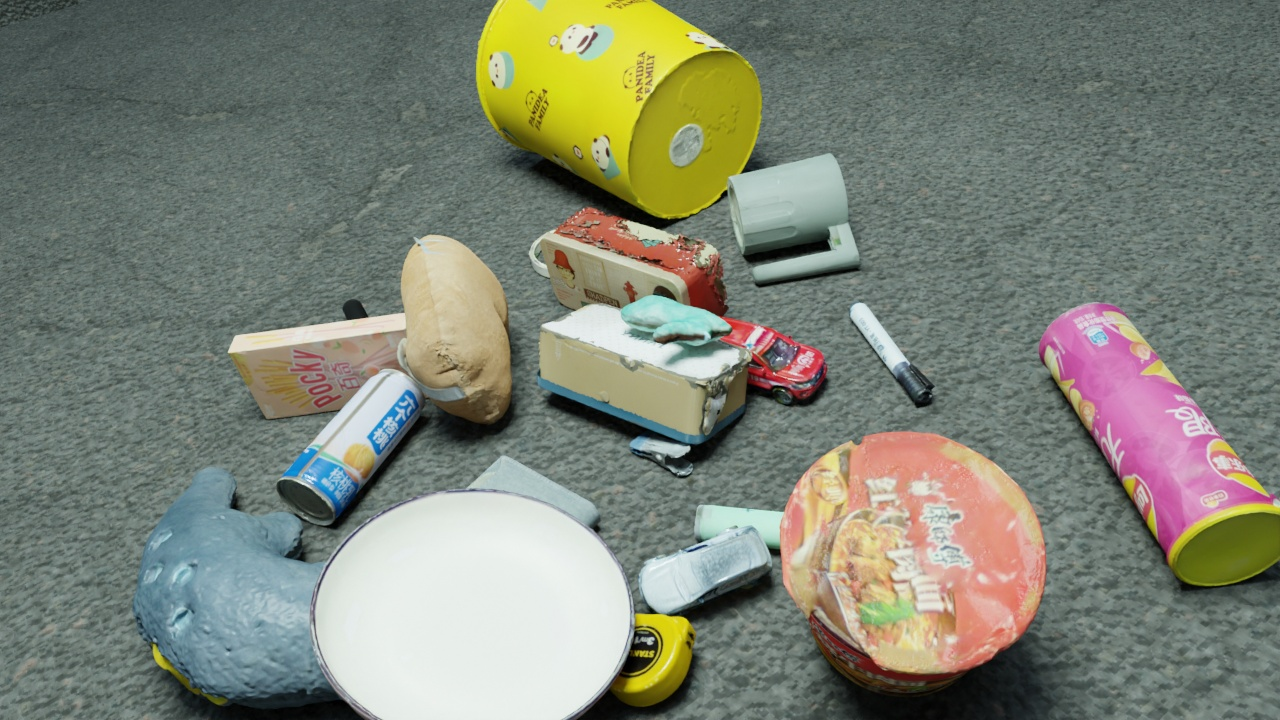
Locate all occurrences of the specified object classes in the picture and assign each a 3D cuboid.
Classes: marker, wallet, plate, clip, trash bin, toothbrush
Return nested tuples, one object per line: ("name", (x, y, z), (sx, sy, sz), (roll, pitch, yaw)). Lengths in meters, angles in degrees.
("marker", (0.209, -0.010, 0.769), (0.018, 0.023, 0.130), (23, 28, -31))
("wallet", (-0.110, 0.128, 0.661), (0.107, 0.037, 0.129), (24, 50, 34))
("plate", (-0.101, 0.158, 0.563), (0.192, 0.039, 0.192), (8, 35, -5))
("marker", (-0.262, -0.022, 0.888), (0.022, 0.020, 0.132), (-26, 42, -16))
("clip", (0.017, 0.070, 0.717), (0.024, 0.029, 0.057), (-33, 38, -32))
("trash bin", (-0.018, -0.292, 1.014), (0.229, 0.230, 0.255), (-31, 49, -23))
("toothbrush", (0.147, 0.120, 0.622), (0.225, 0.027, 0.026), (2, 77, 16))

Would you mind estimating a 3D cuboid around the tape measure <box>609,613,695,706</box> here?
("tape measure", (0.004, 0.186, 0.571), (0.060, 0.029, 0.057), (-8, 40, 30))

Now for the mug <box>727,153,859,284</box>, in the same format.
("mug", (0.147, -0.135, 0.898), (0.103, 0.084, 0.123), (-11, 64, 1))

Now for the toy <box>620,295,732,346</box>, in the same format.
("toy", (0.025, -0.031, 0.724), (0.092, 0.030, 0.096), (16, 20, 32))

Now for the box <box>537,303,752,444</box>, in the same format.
("box", (-0.004, 0.004, 0.755), (0.184, 0.060, 0.089), (18, 29, 33))

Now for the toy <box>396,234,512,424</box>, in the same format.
("toy", (-0.158, -0.048, 0.802), (0.082, 0.143, 0.225), (-15, 38, 2))

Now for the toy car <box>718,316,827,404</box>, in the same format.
("toy car", (0.096, -0.003, 0.768), (0.121, 0.045, 0.052), (18, 49, 28))

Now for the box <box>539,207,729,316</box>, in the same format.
("box", (-0.002, -0.083, 0.848), (0.168, 0.091, 0.076), (22, 52, 33))

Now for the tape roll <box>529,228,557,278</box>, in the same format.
("tape roll", (-0.073, -0.115, 0.963), (0.086, 0.014, 0.085), (-7, 39, 5))

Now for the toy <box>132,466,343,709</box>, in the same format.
("toy", (-0.257, 0.163, 0.622), (0.357, 0.091, 0.137), (24, 23, 33))

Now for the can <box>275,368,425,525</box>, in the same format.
("can", (-0.232, 0.067, 0.747), (0.053, 0.053, 0.134), (9, 43, 22))

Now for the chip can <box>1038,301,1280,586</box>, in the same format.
("chip can", (0.348, 0.048, 0.628), (0.071, 0.071, 0.210), (-9, 39, 2))

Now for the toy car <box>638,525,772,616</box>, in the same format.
("toy car", (0.043, 0.139, 0.605), (0.090, 0.034, 0.043), (-19, 76, -9))

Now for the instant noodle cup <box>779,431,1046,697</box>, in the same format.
("instant noodle cup", (0.153, 0.125, 0.531), (0.138, 0.109, 0.137), (-5, 56, 8))

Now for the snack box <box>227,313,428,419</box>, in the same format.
("snack box", (-0.268, 0.006, 0.806), (0.157, 0.085, 0.026), (-8, 42, 3))
